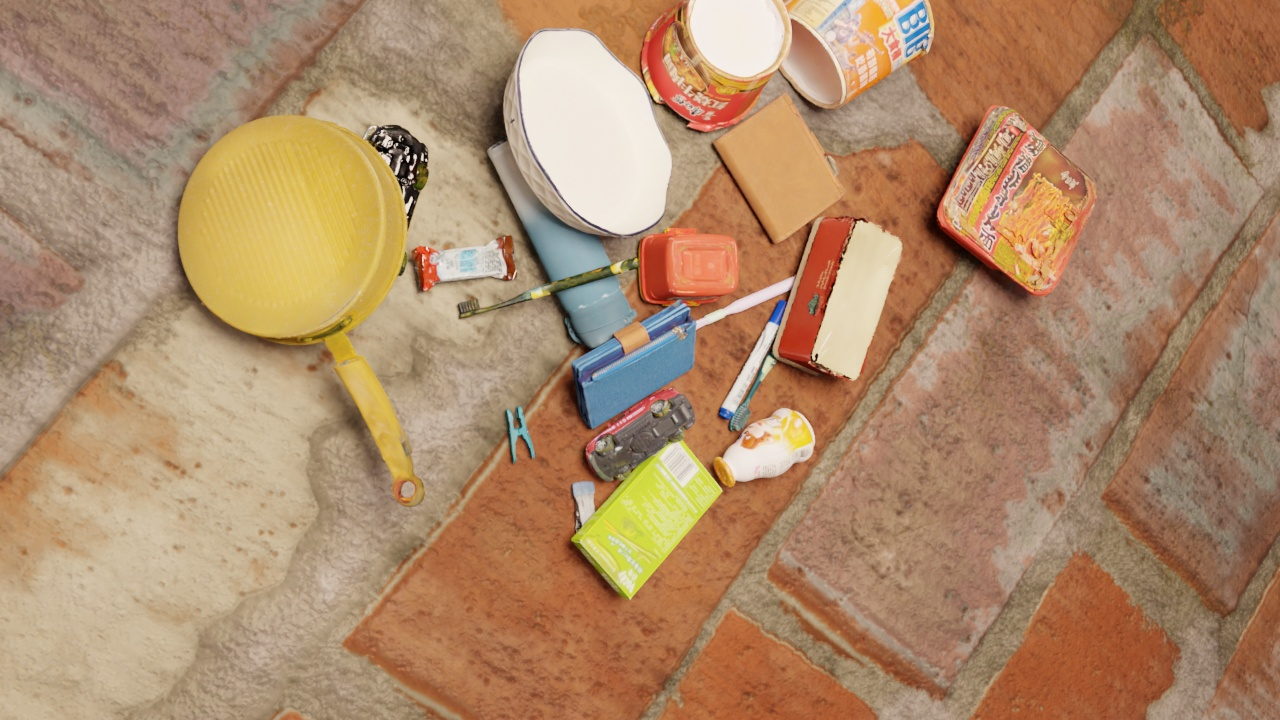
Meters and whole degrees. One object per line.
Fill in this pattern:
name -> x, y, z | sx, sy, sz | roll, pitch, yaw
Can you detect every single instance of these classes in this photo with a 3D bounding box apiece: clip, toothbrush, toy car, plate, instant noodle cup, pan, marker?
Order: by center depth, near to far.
pan -> -0.269, -0.038, 0.797 | 0.198, 0.078, 0.357 | -22, 85, 8
toy car -> -0.243, -0.140, 0.850 | 0.071, 0.041, 0.156 | 16, 91, -30
plate -> -0.051, -0.211, 0.873 | 0.204, 0.046, 0.204 | 19, 63, -45
toothbrush -> -0.090, -0.071, 0.877 | 0.186, 0.012, 0.017 | -15, 92, 12
clip -> -0.121, 0.074, 0.918 | 0.041, 0.014, 0.056 | -11, 97, -20
instant noodle cup -> 0.082, -0.316, 0.921 | 0.137, 0.109, 0.138 | 1, 86, -16
clip -> -0.057, 0.152, 0.939 | 0.024, 0.028, 0.056 | -1, 83, -25
toy car -> -0.002, 0.075, 0.940 | 0.120, 0.045, 0.053 | -34, 124, -7
instant noodle cup -> 0.211, -0.345, 0.960 | 0.111, 0.151, 0.151 | -41, 104, -6
toothbrush -> 0.121, -0.063, 0.997 | 0.189, 0.021, 0.029 | -25, 130, -19
marker -> 0.125, -0.001, 1.002 | 0.017, 0.017, 0.145 | 32, 81, -18
toothbrush -> 0.148, -0.005, 1.009 | 0.016, 0.018, 0.191 | 35, 80, -28
instant noodle cup -> 0.430, -0.182, 1.073 | 0.188, 0.079, 0.164 | 33, 81, -17

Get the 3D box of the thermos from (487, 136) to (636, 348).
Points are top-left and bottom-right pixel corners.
thermos -> -0.076, -0.118, 0.902 | 0.070, 0.070, 0.220 | -28, 101, -17

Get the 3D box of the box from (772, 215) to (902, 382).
box -> 0.220, -0.066, 0.991 | 0.091, 0.079, 0.168 | 20, 87, -34

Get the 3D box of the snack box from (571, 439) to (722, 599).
snack box -> 0.009, 0.159, 0.946 | 0.156, 0.026, 0.086 | -46, 106, -25

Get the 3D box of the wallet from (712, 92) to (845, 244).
wallet -> 0.154, -0.210, 0.999 | 0.107, 0.031, 0.132 | -37, 103, -11

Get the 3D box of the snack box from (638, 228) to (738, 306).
snack box -> 0.051, -0.097, 0.939 | 0.091, 0.080, 0.082 | -3, 92, -19

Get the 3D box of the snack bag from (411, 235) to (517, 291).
snack bag -> -0.168, -0.094, 0.885 | 0.105, 0.026, 0.045 | -11, 97, -29

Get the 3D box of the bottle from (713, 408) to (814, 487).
bottle -> 0.132, 0.097, 0.982 | 0.108, 0.063, 0.063 | -26, 100, -18

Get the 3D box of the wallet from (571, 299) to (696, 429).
wallet -> -0.005, 0.005, 0.920 | 0.133, 0.106, 0.040 | -31, 59, -17
